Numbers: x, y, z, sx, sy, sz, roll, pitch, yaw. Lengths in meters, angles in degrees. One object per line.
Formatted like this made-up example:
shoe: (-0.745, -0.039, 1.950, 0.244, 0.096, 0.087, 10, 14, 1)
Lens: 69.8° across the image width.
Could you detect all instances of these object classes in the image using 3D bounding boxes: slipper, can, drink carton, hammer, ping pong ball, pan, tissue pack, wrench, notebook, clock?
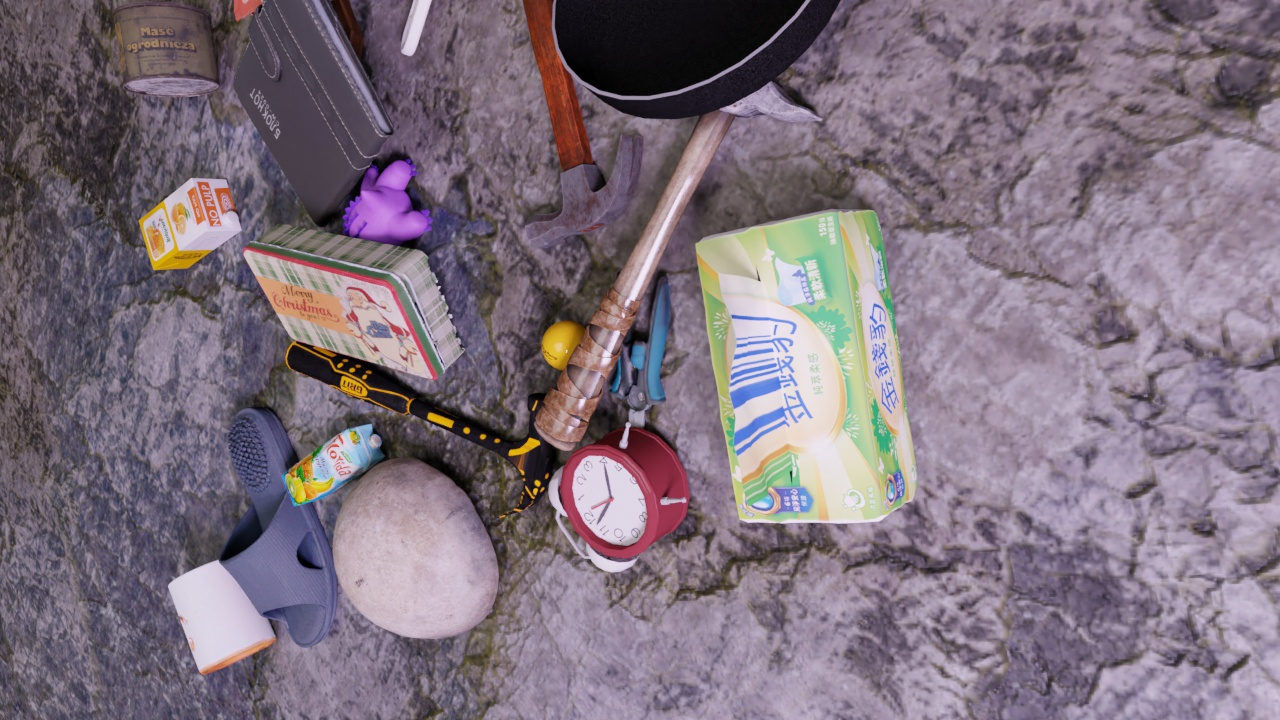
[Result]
slipper: (-0.394, 0.178, 0.958, 0.101, 0.082, 0.263, -19, 86, 32)
can: (-0.479, -0.314, 0.930, 0.090, 0.089, 0.074, -1, 97, 34)
drink carton: (-0.306, 0.105, 0.912, 0.129, 0.038, 0.044, -30, 81, 33)
hammer: (0.004, -0.072, 0.660, 0.121, 0.048, 0.319, 35, 110, 21)
ping pong ball: (-0.058, -0.012, 0.729, 0.040, 0.040, 0.040, 6, 101, 33)
drink carton: (-0.485, -0.147, 0.990, 0.123, 0.040, 0.058, -21, 86, 34)
hammer: (-0.211, 0.044, 0.846, 0.321, 0.036, 0.123, 20, 110, 27)
pan: (-0.020, -0.264, 0.625, 0.356, 0.044, 0.204, 19, 81, 36)
tissue pack: (0.092, 0.009, 0.572, 0.120, 0.141, 0.197, -15, 89, 34)
hammer: (-0.071, -0.247, 0.709, 0.111, 0.028, 0.300, -14, 90, 35)
wrench: (-0.147, -0.373, 0.731, 0.274, 0.018, 0.066, -62, 31, 28)
notebook: (-0.293, -0.227, 0.804, 0.210, 0.029, 0.169, -25, 96, 51)
clock: (-0.020, 0.108, 0.712, 0.096, 0.048, 0.138, 53, 126, 10)

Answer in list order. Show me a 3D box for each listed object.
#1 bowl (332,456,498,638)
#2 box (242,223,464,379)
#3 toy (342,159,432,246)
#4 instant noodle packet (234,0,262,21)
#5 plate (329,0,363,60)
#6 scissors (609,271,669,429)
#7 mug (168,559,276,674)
bowl: (-0.220, 0.183, 0.831, 0.179, 0.081, 0.178, 10, 110, 29)
box: (-0.258, -0.053, 0.823, 0.206, 0.050, 0.118, 16, 135, 31)
toy: (-0.234, -0.126, 0.817, 0.088, 0.055, 0.106, -39, 64, 44)
instant noodle packet: (-0.294, -0.392, 0.793, 0.221, 0.083, 0.164, 3, 92, 36)
plate: (-0.302, -0.292, 0.855, 0.131, 0.025, 0.131, 6, 101, 33)
scissors: (0.002, 0.001, 0.705, 0.126, 0.019, 0.145, 52, 123, 15)
mug: (-0.465, 0.282, 1.021, 0.082, 0.082, 0.105, -33, 78, 33)
